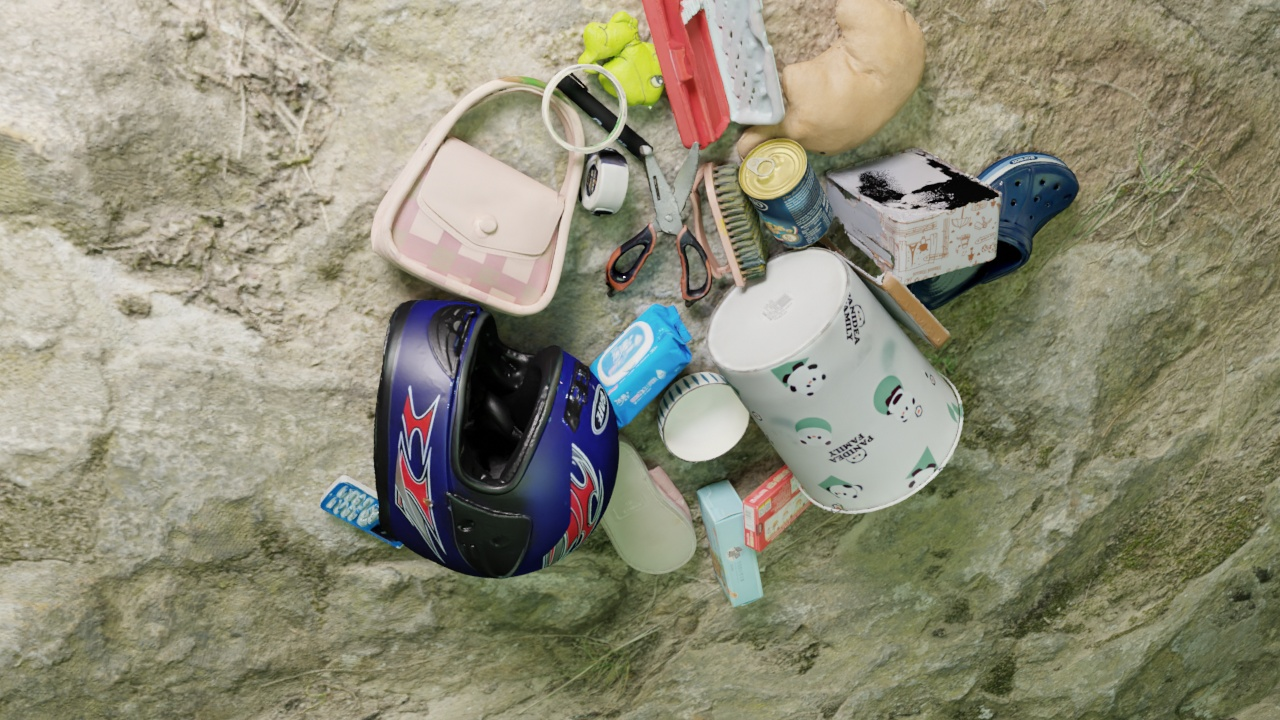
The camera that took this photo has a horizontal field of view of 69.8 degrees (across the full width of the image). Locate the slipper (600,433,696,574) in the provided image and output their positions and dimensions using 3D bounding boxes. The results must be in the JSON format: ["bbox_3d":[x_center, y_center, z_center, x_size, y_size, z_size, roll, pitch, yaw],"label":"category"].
[{"bbox_3d":[-0.008,0.187,1.206,0.114,0.054,0.274,-32,127,1],"label":"slipper"}]

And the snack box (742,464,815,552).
[{"bbox_3d":[0.193,0.187,1.243,0.152,0.025,0.075,-32,127,-40],"label":"snack box"}]

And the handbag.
[{"bbox_3d":[-0.147,-0.175,0.940,0.193,0.093,0.234,24,98,-29],"label":"handbag"}]

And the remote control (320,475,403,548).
[{"bbox_3d":[-0.325,0.184,1.114,0.049,0.024,0.125,-45,122,10],"label":"remote control"}]

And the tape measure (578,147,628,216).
[{"bbox_3d":[-0.038,-0.187,0.968,0.033,0.066,0.066,4,118,-23],"label":"tape measure"}]

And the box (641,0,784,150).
[{"bbox_3d":[0.078,-0.317,0.908,0.095,0.102,0.202,-53,135,-39],"label":"box"}]

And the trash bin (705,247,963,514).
[{"bbox_3d":[0.219,0.019,1.080,0.230,0.229,0.252,-40,123,6],"label":"trash bin"}]

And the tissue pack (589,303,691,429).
[{"bbox_3d":[-0.006,0.006,1.077,0.052,0.095,0.157,37,105,-31],"label":"tissue pack"}]

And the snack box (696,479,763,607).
[{"bbox_3d":[0.125,0.256,1.281,0.051,0.074,0.175,-19,123,-7],"label":"snack box"}]

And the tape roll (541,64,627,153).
[{"bbox_3d":[-0.055,-0.251,0.915,0.085,0.014,0.086,-6,111,-17],"label":"tape roll"}]

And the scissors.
[{"bbox_3d":[0.028,-0.139,1.016,0.189,0.015,0.226,30,125,-29],"label":"scissors"}]

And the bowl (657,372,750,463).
[{"bbox_3d":[0.072,0.063,1.153,0.116,0.066,0.117,-9,122,-15],"label":"bowl"}]

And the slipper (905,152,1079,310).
[{"bbox_3d":[0.431,-0.154,1.133,0.253,0.095,0.105,-41,126,11],"label":"slipper"}]

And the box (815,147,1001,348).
[{"bbox_3d":[0.299,-0.116,1.055,0.154,0.182,0.185,-17,123,-8],"label":"box"}]

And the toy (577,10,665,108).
[{"bbox_3d":[-0.014,-0.301,0.931,0.096,0.031,0.100,-23,120,-5],"label":"toy"}]

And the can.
[{"bbox_3d":[0.163,-0.182,1.015,0.075,0.075,0.111,-40,145,6],"label":"can"}]

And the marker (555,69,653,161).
[{"bbox_3d":[-0.037,-0.255,0.957,0.132,0.020,0.022,36,109,-31],"label":"marker"}]

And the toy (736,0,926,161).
[{"bbox_3d":[0.209,-0.283,0.993,0.143,0.082,0.226,33,110,-25],"label":"toy"}]

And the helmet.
[{"bbox_3d":[-0.141,0.087,0.979,0.240,0.246,0.316,6,130,-2],"label":"helmet"}]

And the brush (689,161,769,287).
[{"bbox_3d":[0.095,-0.157,1.038,0.073,0.063,0.146,-9,126,22],"label":"brush"}]
